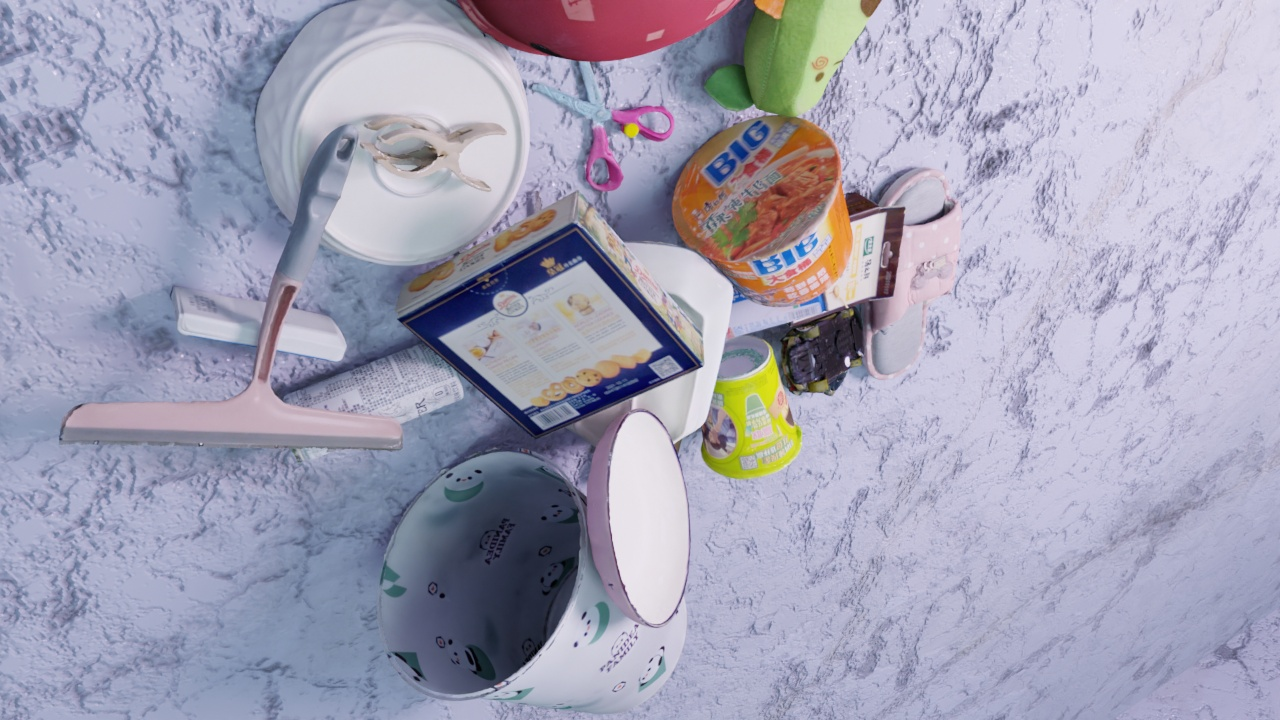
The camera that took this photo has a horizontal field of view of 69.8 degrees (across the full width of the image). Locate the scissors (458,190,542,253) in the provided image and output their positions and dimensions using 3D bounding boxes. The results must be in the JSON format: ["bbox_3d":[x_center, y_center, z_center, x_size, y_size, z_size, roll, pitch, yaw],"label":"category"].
[{"bbox_3d":[-0.089,-0.068,0.818,0.178,0.014,0.160,14,113,-37],"label":"scissors"}]

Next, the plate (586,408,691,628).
[{"bbox_3d":[-0.005,0.140,0.819,0.039,0.192,0.192,-9,138,21],"label":"plate"}]

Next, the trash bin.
[{"bbox_3d":[-0.088,0.238,0.910,0.229,0.229,0.252,-44,139,3],"label":"trash bin"}]

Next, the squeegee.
[{"bbox_3d":[-0.247,-0.052,0.649,0.247,0.040,0.250,8,113,-44],"label":"squeegee"}]

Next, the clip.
[{"bbox_3d":[-0.143,-0.148,0.645,0.099,0.034,0.070,1,121,-39],"label":"clip"}]

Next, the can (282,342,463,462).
[{"bbox_3d":[-0.226,0.032,0.772,0.146,0.058,0.058,-23,132,-17],"label":"can"}]

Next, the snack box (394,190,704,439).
[{"bbox_3d":[-0.070,-0.028,0.747,0.178,0.045,0.182,-24,130,24],"label":"snack box"}]

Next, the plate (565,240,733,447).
[{"bbox_3d":[-0.005,0.005,0.838,0.162,0.034,0.266,4,136,-4],"label":"plate"}]

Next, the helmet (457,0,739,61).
[{"bbox_3d":[-0.002,-0.295,0.602,0.240,0.144,0.207,-45,136,-3],"label":"helmet"}]

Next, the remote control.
[{"bbox_3d":[-0.287,-0.028,0.696,0.124,0.049,0.024,12,113,-38],"label":"remote control"}]

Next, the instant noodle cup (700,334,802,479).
[{"bbox_3d":[0.108,0.043,0.965,0.111,0.111,0.123,-25,126,-14],"label":"instant noodle cup"}]

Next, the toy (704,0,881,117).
[{"bbox_3d":[0.150,-0.303,0.727,0.226,0.090,0.247,-22,144,-48],"label":"toy"}]

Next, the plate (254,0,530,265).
[{"bbox_3d":[-0.171,-0.158,0.675,0.204,0.045,0.205,-16,129,-21],"label":"plate"}]

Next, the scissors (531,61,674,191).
[{"bbox_3d":[-0.035,-0.193,0.756,0.133,0.017,0.119,14,118,-34],"label":"scissors"}]

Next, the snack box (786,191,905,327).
[{"bbox_3d":[0.200,-0.105,0.943,0.125,0.053,0.113,-19,131,-19],"label":"snack box"}]

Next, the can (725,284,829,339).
[{"bbox_3d":[0.111,-0.056,0.892,0.135,0.053,0.053,-15,134,9],"label":"can"}]

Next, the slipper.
[{"bbox_3d":[0.300,-0.083,1.021,0.114,0.054,0.275,-19,131,-19],"label":"slipper"}]

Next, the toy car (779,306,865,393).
[{"bbox_3d":[0.200,-0.013,0.990,0.157,0.042,0.070,-22,104,-48],"label":"toy car"}]

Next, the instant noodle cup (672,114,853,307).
[{"bbox_3d":[0.118,-0.125,0.819,0.151,0.151,0.111,-42,143,2],"label":"instant noodle cup"}]

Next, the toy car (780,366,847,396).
[{"bbox_3d":[0.198,0.016,1.046,0.090,0.034,0.043,3,118,-36],"label":"toy car"}]

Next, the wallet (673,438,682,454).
[{"bbox_3d":[0.009,0.076,0.974,0.090,0.033,0.115,-7,125,-31],"label":"wallet"}]
